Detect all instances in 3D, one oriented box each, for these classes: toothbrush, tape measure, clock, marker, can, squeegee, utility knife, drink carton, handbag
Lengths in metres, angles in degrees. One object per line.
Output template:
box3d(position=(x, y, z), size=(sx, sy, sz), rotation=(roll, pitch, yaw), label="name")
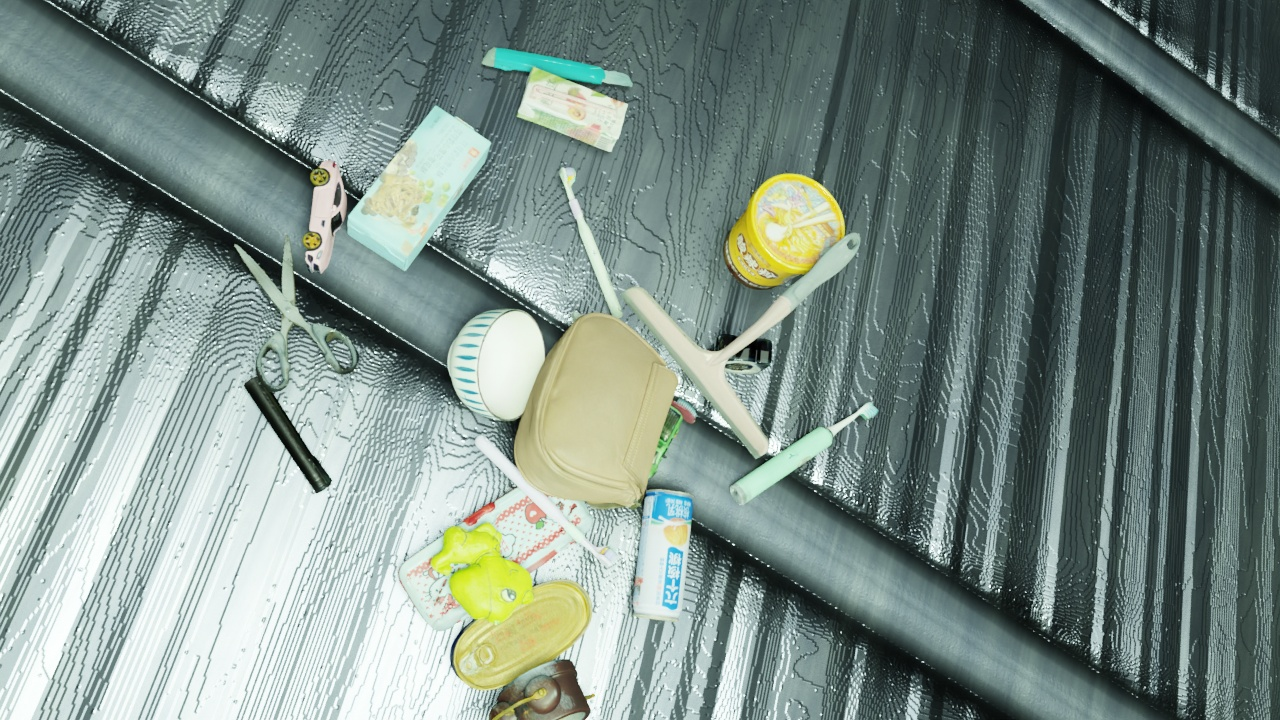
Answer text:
box3d(position=(-0.006, 0.006, 1.051), size=(0.187, 0.016, 0.017), rotation=(41, 40, -3), label="toothbrush")
box3d(position=(0.114, -0.007, 1.067), size=(0.065, 0.066, 0.033), rotation=(9, 76, -11), label="tape measure")
box3d(position=(-0.098, 0.331, 0.880), size=(0.082, 0.122, 0.055), rotation=(-38, 60, 11), label="clock")
box3d(position=(-0.351, 0.073, 0.913), size=(0.132, 0.022, 0.020), rotation=(56, 35, 2), label="marker")
box3d(position=(-0.057, -0.137, 1.070), size=(0.020, 0.029, 0.189), rotation=(-22, 83, 20), label="toothbrush")
box3d(position=(-0.121, 0.273, 0.922), size=(0.148, 0.049, 0.074), rotation=(-27, 85, -23), label="can")
box3d(position=(0.151, -0.057, 1.010), size=(0.249, 0.040, 0.247), rotation=(-41, 101, -1), label="squeegee")
box3d(position=(0.024, 0.209, 0.986), size=(0.053, 0.053, 0.134), rotation=(12, 72, -15), label="can")
box3d(position=(-0.099, -0.354, 1.116), size=(0.186, 0.013, 0.029), rotation=(5, 76, -16), label="utility knife")
box3d(position=(-0.080, -0.298, 1.090), size=(0.122, 0.046, 0.053), rotation=(19, 71, -13), label="drink carton")
box3d(position=(-0.047, 0.057, 0.966), size=(0.147, 0.100, 0.204), rotation=(30, 53, -14), label="handbag")
box3d(position=(-0.098, 0.143, 0.939), size=(0.189, 0.029, 0.021), rotation=(43, 104, -5), label="toothbrush")
box3d(position=(0.197, 0.105, 1.088), size=(0.224, 0.027, 0.027), rotation=(-30, 65, -23), label="toothbrush")

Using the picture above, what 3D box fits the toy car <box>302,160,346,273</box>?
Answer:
box3d(position=(-0.330, -0.150, 0.962), size=(0.037, 0.056, 0.122), rotation=(5, 75, -10), label="toy car")

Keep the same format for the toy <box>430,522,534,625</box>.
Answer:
box3d(position=(-0.154, 0.208, 0.893), size=(0.096, 0.031, 0.100), rotation=(-2, 67, -16), label="toy")

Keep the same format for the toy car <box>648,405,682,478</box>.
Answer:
box3d(position=(0.014, 0.089, 1.026), size=(0.043, 0.036, 0.091), rotation=(34, 72, -9), label="toy car")

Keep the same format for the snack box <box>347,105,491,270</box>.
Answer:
box3d(position=(-0.241, -0.189, 1.004), size=(0.074, 0.052, 0.174), rotation=(33, 68, -7), label="snack box")

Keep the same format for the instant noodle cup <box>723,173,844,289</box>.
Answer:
box3d(position=(0.163, -0.145, 1.094), size=(0.118, 0.115, 0.118), rotation=(5, 75, -18), label="instant noodle cup")

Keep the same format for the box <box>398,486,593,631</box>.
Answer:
box3d(position=(-0.144, 0.190, 0.939), size=(0.200, 0.047, 0.086), rotation=(-32, 88, -24), label="box")

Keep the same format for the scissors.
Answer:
box3d(position=(-0.360, -0.045, 0.941), size=(0.177, 0.014, 0.159), rotation=(32, 56, -13), label="scissors")

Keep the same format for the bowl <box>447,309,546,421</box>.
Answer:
box3d(position=(-0.158, 0.002, 0.962), size=(0.066, 0.116, 0.116), rotation=(6, 67, 29), label="bowl")
